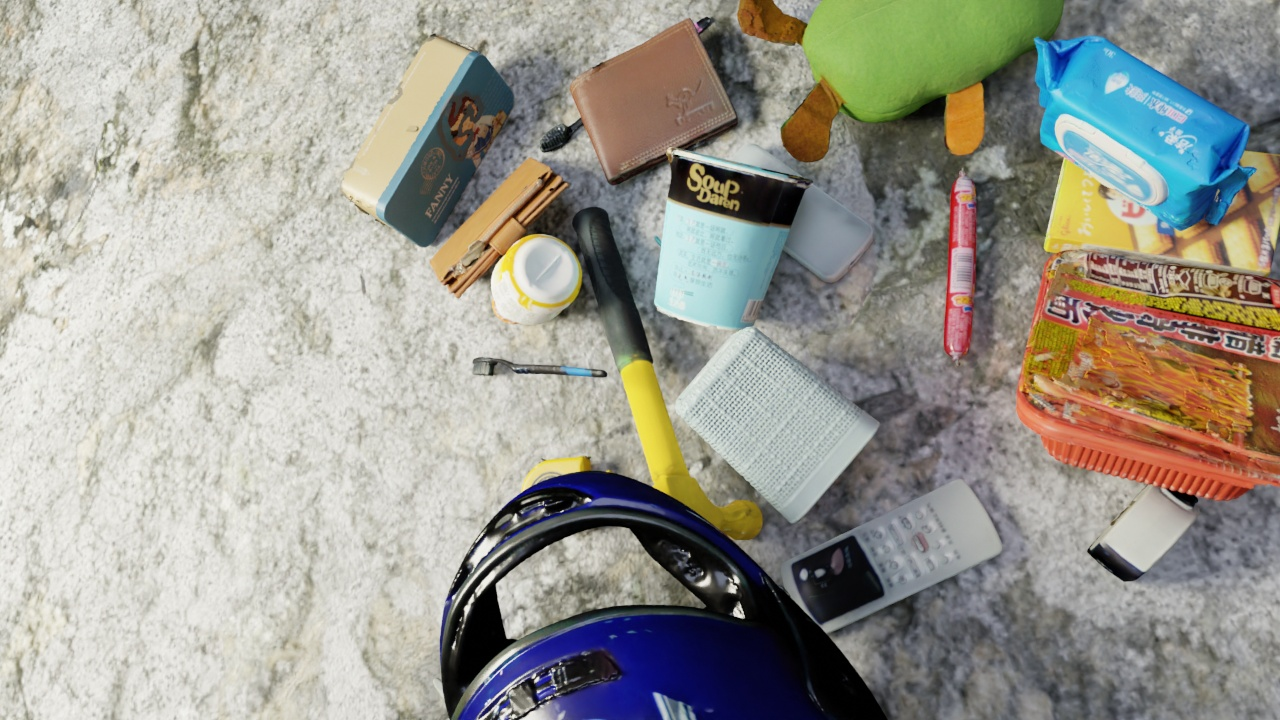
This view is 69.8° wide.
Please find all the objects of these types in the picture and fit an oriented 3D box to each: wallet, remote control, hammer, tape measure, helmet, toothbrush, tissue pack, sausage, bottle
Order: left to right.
[{"bbox_3d":[-0.122,-0.114,0.775,0.132,0.031,0.108,-47,25,0],"label":"wallet"},{"bbox_3d":[-0.090,-0.059,0.737,0.063,0.109,0.063,5,76,-22],"label":"bottle"},{"bbox_3d":[-0.084,0.009,0.717,0.190,0.014,0.016,4,75,51],"label":"toothbrush"},{"bbox_3d":[-0.064,0.107,0.725,0.057,0.029,0.060,-6,74,15],"label":"tape measure"},{"bbox_3d":[-0.015,-0.245,0.812,0.189,0.018,0.014,-37,76,3],"label":"toothbrush"},{"bbox_3d":[-0.004,0.004,0.708,0.033,0.128,0.300,-45,51,41],"label":"hammer"},{"bbox_3d":[0.005,0.225,0.515,0.247,0.240,0.315,-35,93,8],"label":"helmet"},{"bbox_3d":[0.010,-0.218,0.781,0.124,0.032,0.101,-26,79,6],"label":"wallet"},{"bbox_3d":[0.119,-0.119,0.733,0.136,0.020,0.056,41,91,22],"label":"remote control"},{"bbox_3d":[0.174,0.139,0.645,0.150,0.021,0.058,-28,69,8],"label":"remote control"},{"bbox_3d":[0.239,-0.071,0.683,0.020,0.020,0.155,3,76,18],"label":"sausage"},{"bbox_3d":[0.320,-0.149,0.604,0.052,0.095,0.157,-47,66,6],"label":"tissue pack"},{"bbox_3d":[0.320,0.107,0.583,0.033,0.066,0.066,42,90,24],"label":"tape measure"}]

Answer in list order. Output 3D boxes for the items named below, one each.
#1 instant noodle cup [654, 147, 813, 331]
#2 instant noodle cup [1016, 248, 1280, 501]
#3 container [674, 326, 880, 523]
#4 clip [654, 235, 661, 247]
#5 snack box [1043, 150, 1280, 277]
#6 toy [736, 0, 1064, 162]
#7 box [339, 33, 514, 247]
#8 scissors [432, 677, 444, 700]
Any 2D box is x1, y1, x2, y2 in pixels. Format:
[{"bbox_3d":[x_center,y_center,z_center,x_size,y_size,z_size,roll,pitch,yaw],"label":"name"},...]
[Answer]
[{"bbox_3d":[0.060,-0.089,0.691,0.111,0.111,0.120,19,106,21],"label":"instant noodle cup"},{"bbox_3d":[0.326,0.014,0.575,0.165,0.079,0.188,15,45,21],"label":"instant noodle cup"},{"bbox_3d":[0.089,0.040,0.642,0.111,0.090,0.090,41,89,0],"label":"container"},{"bbox_3d":[0.035,-0.088,0.755,0.034,0.013,0.054,-32,69,8],"label":"clip"},{"bbox_3d":[0.368,-0.109,0.646,0.140,0.033,0.086,14,79,22],"label":"snack box"},{"bbox_3d":[0.209,-0.251,0.705,0.247,0.090,0.226,-16,72,9],"label":"toy"},{"bbox_3d":[-0.190,-0.188,0.814,0.061,0.089,0.184,26,87,21],"label":"box"},{"bbox_3d":[-0.079,0.321,0.675,0.221,0.021,0.234,16,81,20],"label":"scissors"}]
